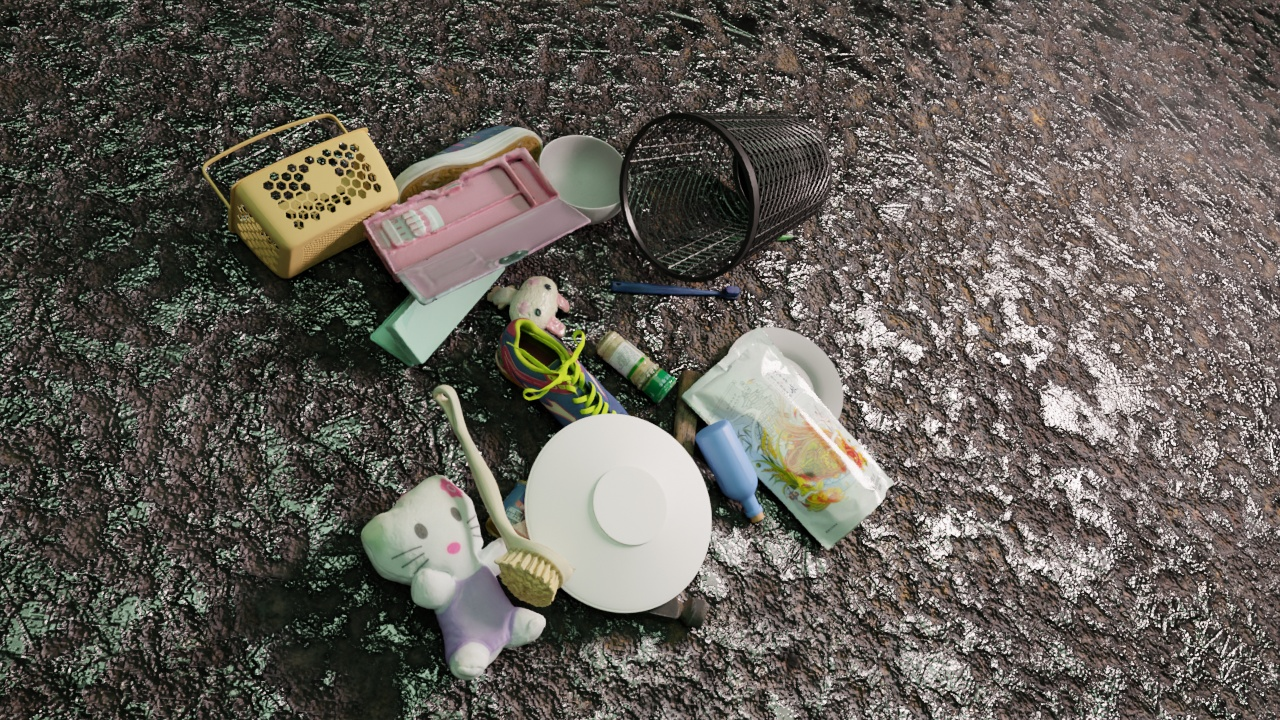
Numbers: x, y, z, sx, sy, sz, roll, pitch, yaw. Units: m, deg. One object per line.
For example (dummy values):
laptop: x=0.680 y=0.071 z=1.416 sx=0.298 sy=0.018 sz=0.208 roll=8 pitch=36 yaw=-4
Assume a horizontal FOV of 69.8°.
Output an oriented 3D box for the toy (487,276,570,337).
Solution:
toy: x=-0.140 y=-0.072 z=1.184 sx=0.112 sy=0.050 sz=0.087 roll=27 pitch=57 yaw=-9

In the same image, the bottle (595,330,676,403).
bottle: x=-0.007 y=0.007 z=1.184 sx=0.110 sy=0.043 sz=0.042 roll=39 pitch=57 yaw=6

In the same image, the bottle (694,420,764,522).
bottle: x=0.117 y=0.141 z=1.135 sx=0.048 sy=0.048 sz=0.131 roll=-32 pitch=99 yaw=-30

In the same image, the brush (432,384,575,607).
brush: x=-0.159 y=0.139 z=0.983 sx=0.077 sy=0.062 sz=0.272 roll=-6 pitch=58 yaw=-54

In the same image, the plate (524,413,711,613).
plate: x=-0.016 y=0.166 z=1.038 sx=0.229 sy=0.030 sz=0.229 roll=9 pitch=67 yaw=-21

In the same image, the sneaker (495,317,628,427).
sneaker: x=-0.080 y=0.045 z=1.109 sx=0.242 sy=0.091 sz=0.116 roll=42 pitch=55 yaw=6

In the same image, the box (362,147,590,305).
box: x=-0.199 y=-0.157 z=1.120 sx=0.232 sy=0.055 sz=0.180 roll=-28 pitch=57 yaw=-18

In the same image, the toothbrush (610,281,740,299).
toothbrush: x=0.051 y=-0.100 z=1.277 sx=0.189 sy=0.017 sz=0.016 roll=2 pitch=61 yaw=-17

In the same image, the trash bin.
trash bin: x=0.132 y=-0.243 z=1.262 sx=0.242 sy=0.218 sz=0.217 roll=-25 pitch=72 yaw=-45

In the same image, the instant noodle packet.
instant noodle packet: x=0.194 y=0.098 z=1.173 sx=0.146 sy=0.057 sz=0.269 roll=-41 pitch=87 yaw=-20

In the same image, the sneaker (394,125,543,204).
sneaker: x=-0.244 y=-0.258 z=1.244 sx=0.234 sy=0.088 sz=0.079 roll=-33 pitch=49 yaw=-31

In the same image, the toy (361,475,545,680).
toy: x=-0.199 y=0.227 z=0.973 sx=0.137 sy=0.086 sz=0.209 roll=-24 pitch=73 yaw=-43

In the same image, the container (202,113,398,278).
container: x=-0.413 y=-0.215 z=1.124 sx=0.183 sy=0.129 sz=0.167 roll=-35 pitch=86 yaw=-30

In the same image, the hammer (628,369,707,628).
hammer: x=0.037 y=0.153 z=1.125 sx=0.120 sy=0.033 sz=0.329 roll=15 pitch=58 yaw=-9

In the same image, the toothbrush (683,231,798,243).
toothbrush: x=0.150 y=-0.183 z=1.360 sx=0.187 sy=0.014 sz=0.017 roll=-3 pitch=55 yaw=-20

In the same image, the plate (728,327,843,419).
plate: x=0.193 y=0.035 z=1.248 sx=0.172 sy=0.019 sz=0.172 roll=8 pitch=60 yaw=-14

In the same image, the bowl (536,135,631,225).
bowl: x=-0.084 y=-0.244 z=1.285 sx=0.131 sy=0.065 sz=0.131 roll=8 pitch=60 yaw=-14

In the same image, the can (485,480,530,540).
can: x=-0.119 y=0.190 z=1.039 sx=0.100 sy=0.054 sz=0.058 roll=36 pitch=58 yaw=4

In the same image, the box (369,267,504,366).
box: x=-0.259 y=-0.077 z=1.158 sx=0.077 sy=0.079 sz=0.188 roll=57 pitch=50 yaw=-32
